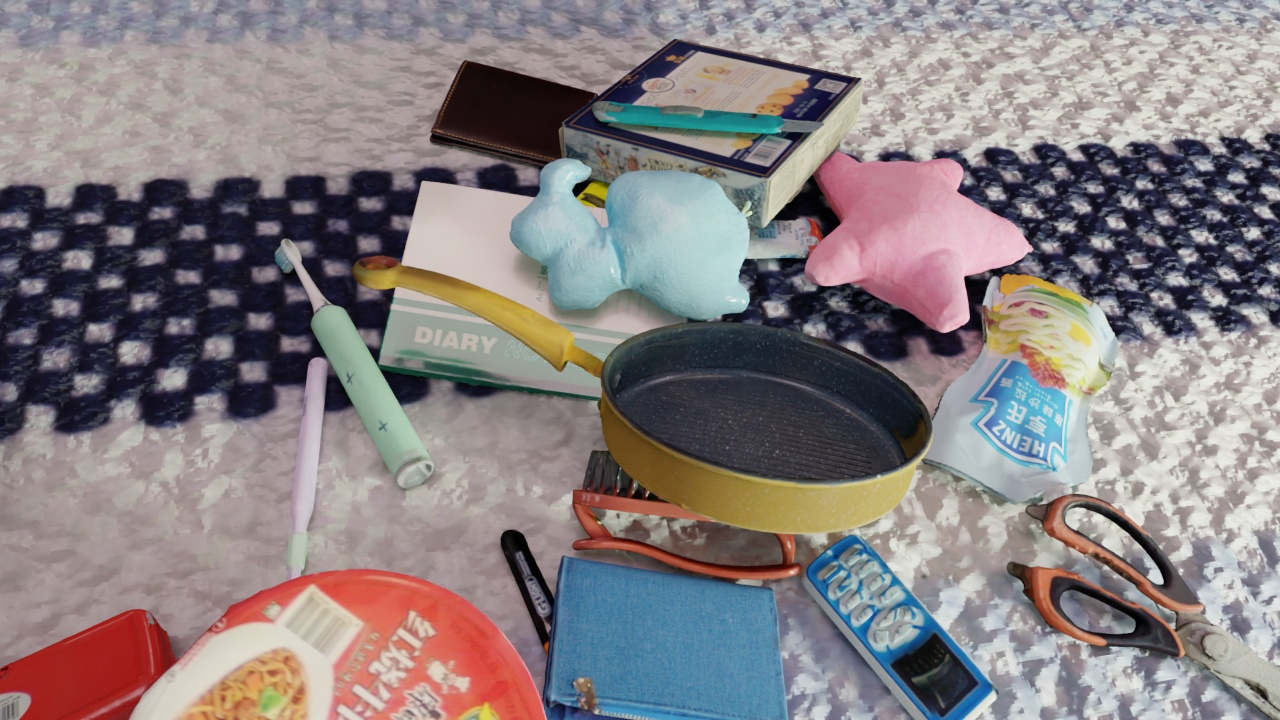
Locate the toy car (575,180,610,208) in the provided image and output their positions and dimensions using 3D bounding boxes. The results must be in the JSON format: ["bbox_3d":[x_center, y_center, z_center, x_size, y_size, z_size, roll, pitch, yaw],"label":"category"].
[{"bbox_3d":[-0.038,-0.110,0.712,0.048,0.032,0.105,31,56,15],"label":"toy car"}]

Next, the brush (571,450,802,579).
[{"bbox_3d":[0.030,0.095,0.563,0.146,0.063,0.069,7,84,-2],"label":"brush"}]

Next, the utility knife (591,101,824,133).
[{"bbox_3d":[0.047,-0.182,0.687,0.180,0.013,0.029,8,44,12],"label":"utility knife"}]

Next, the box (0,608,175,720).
[{"bbox_3d":[-0.311,0.218,0.429,0.200,0.074,0.154,-24,64,-22],"label":"box"}]

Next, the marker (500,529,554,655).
[{"bbox_3d":[-0.053,0.152,0.536,0.018,0.015,0.123,-17,59,-24],"label":"marker"}]

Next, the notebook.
[{"bbox_3d":[-0.069,-0.048,0.657,0.209,0.012,0.150,8,69,-2],"label":"notebook"}]

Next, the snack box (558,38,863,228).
[{"bbox_3d":[0.060,-0.191,0.740,0.183,0.046,0.177,21,48,25],"label":"snack box"}]

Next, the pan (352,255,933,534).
[{"bbox_3d":[-0.003,0.003,0.556,0.357,0.078,0.197,10,25,5],"label":"pan"}]

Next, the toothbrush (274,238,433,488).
[{"bbox_3d":[-0.200,-0.007,0.622,0.027,0.026,0.224,-45,63,16],"label":"toothbrush"}]

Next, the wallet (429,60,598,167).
[{"bbox_3d":[-0.106,-0.209,0.781,0.122,0.020,0.096,14,60,1],"label":"wallet"}]

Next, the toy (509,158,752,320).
[{"bbox_3d":[0.003,-0.085,0.640,0.156,0.050,0.161,-34,89,-1],"label":"toy"}]

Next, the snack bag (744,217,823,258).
[{"bbox_3d":[0.100,-0.094,0.721,0.104,0.026,0.048,-4,50,-9],"label":"snack bag"}]

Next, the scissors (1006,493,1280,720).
[{"bbox_3d":[0.327,0.176,0.561,0.192,0.015,0.206,-11,70,-3],"label":"scissors"}]

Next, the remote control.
[{"bbox_3d":[0.152,0.164,0.547,0.049,0.024,0.125,-29,64,-24],"label":"remote control"}]

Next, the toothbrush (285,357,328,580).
[{"bbox_3d":[-0.212,0.075,0.569,0.021,0.029,0.188,29,42,-38],"label":"toothbrush"}]

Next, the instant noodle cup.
[{"bbox_3d":[-0.142,0.201,0.441,0.193,0.066,0.193,11,59,-19],"label":"instant noodle cup"}]

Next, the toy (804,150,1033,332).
[{"bbox_3d":[0.214,-0.093,0.700,0.178,0.075,0.194,7,49,1],"label":"toy"}]

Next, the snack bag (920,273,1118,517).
[{"bbox_3d":[0.277,0.022,0.657,0.110,0.039,0.190,32,57,1],"label":"snack bag"}]

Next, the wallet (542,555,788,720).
[{"bbox_3d":[0.014,0.167,0.514,0.133,0.040,0.106,10,44,-7],"label":"wallet"}]
